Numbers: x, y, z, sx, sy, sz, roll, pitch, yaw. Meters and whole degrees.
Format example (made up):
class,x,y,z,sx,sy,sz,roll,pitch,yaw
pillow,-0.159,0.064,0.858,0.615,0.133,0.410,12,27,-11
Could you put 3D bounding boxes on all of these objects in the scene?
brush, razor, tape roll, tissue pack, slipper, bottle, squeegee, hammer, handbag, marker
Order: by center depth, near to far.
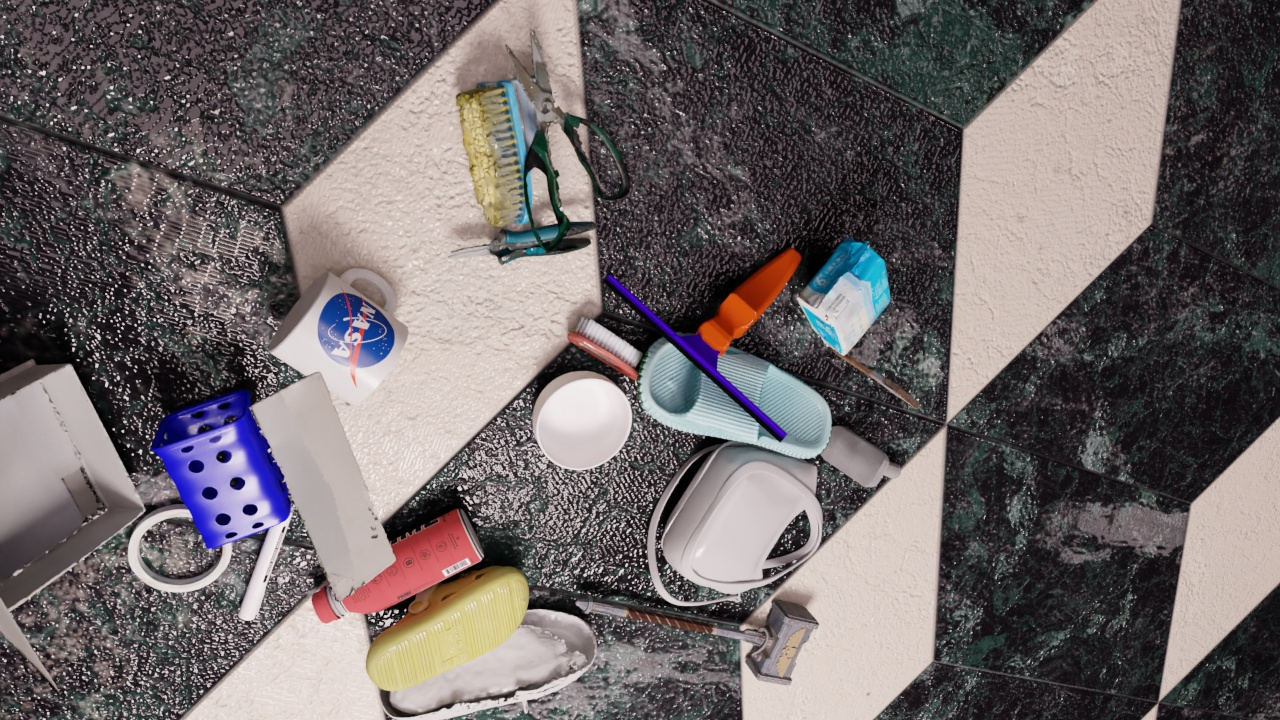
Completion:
class,x,y,z,sx,sy,sz,roll,pitch,yaw
brush,-0.123,-0.198,0.877,0.075,0.055,0.136,-24,117,-34
tape roll,-0.457,0.187,0.913,0.093,0.013,0.093,-6,111,-18
marker,-0.384,0.207,0.944,0.020,0.017,0.134,6,110,-60
bottle,-0.258,0.222,0.968,0.176,0.062,0.062,-26,115,-10
squeegee,0.111,-0.057,0.995,0.249,0.055,0.184,43,71,7
slipper,-0.213,0.283,0.996,0.190,0.082,0.092,-25,120,-29
brush,-0.006,0.006,0.999,0.172,0.041,0.030,34,79,-28
tissue pack,0.226,-0.069,1.015,0.093,0.062,0.144,-50,153,-2
slipper,0.121,0.041,1.019,0.276,0.070,0.115,20,67,-28
brush,0.255,0.012,1.031,0.045,0.143,0.008,33,96,-35
slipper,-0.169,0.352,1.040,0.246,0.075,0.112,-12,81,-17
handbag,0.132,0.206,1.109,0.222,0.095,0.216,26,99,-38
hammer,0.066,0.326,1.128,0.321,0.044,0.098,18,101,-24
razor,0.286,0.127,1.131,0.116,0.088,0.047,21,100,-44

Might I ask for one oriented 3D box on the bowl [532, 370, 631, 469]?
class,x,y,z,sx,sy,sz,roll,pitch,yaw
bowl,-0.066,0.060,0.985,0.104,0.054,0.105,-5,110,-16

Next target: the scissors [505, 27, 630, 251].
class,x,y,z,sx,sy,sz,roll,pitch,yaw
scissors,-0.065,-0.220,0.883,0.154,0.015,0.209,-23,115,-40

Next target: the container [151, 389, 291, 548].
class,x,y,z,sx,sy,sz,roll,pitch,yaw
container,-0.391,0.102,0.868,0.084,0.085,0.114,-20,115,-12

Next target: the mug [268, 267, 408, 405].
class,x,y,z,sx,sy,sz,roll,pitch,yaw
mug,-0.276,-0.032,0.866,0.090,0.091,0.121,38,58,-26

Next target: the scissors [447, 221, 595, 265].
class,x,y,z,sx,sy,sz,roll,pitch,yaw
scissors,-0.114,-0.113,0.920,0.129,0.019,0.138,-33,151,23

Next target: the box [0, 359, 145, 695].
class,x,y,z,sx,sy,sz,roll,pitch,yaw
box,-0.488,0.163,0.622,0.148,0.506,0.167,-18,114,-9
